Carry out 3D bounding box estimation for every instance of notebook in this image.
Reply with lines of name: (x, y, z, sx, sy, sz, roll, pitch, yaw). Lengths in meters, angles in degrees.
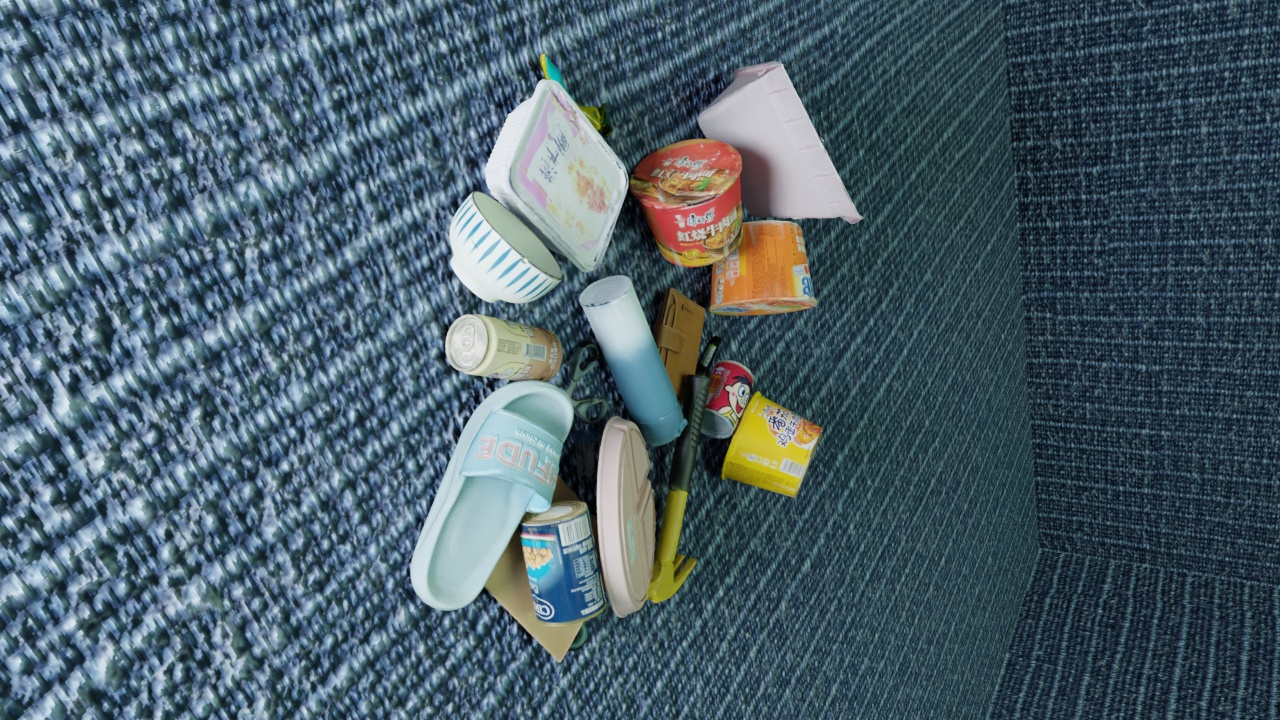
notebook: (-0.107, 0.202, 0.986, 0.211, 0.012, 0.149, 55, 50, -30)

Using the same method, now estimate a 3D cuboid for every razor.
razor: (-0.074, -0.291, 0.998, 0.132, 0.028, 0.043, 32, 44, -56)

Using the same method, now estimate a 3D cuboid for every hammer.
hammer: (0.050, 0.167, 1.200, 0.128, 0.033, 0.300, 9, 92, -58)

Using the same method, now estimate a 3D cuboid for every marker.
marker: (0.087, 0.013, 1.275, 0.123, 0.018, 0.015, -63, 141, -31)

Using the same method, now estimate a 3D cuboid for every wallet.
wallet: (0.042, -0.020, 1.198, 0.119, 0.035, 0.130, 28, 70, -60)

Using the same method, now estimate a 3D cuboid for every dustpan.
dustpan: (0.197, -0.304, 1.223, 0.138, 0.274, 0.222, -41, 114, -23)

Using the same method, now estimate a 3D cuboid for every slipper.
slipper: (-0.137, 0.127, 0.888, 0.104, 0.074, 0.245, 41, 66, -37)

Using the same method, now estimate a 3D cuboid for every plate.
plate: (-0.012, 0.178, 1.057, 0.229, 0.028, 0.229, -2, 89, -80)

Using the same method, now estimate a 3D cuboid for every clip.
clip: (-0.065, 0.108, 1.064, 0.026, 0.041, 0.058, -26, 116, -53)

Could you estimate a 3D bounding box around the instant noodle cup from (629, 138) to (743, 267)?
instant noodle cup: (0.064, -0.191, 1.131, 0.137, 0.138, 0.109, -59, 146, -34)

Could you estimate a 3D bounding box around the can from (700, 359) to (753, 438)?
can: (0.114, 0.053, 1.275, 0.093, 0.067, 0.066, -61, 139, -32)

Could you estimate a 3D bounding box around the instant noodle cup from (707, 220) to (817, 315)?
instant noodle cup: (0.166, -0.127, 1.273, 0.151, 0.152, 0.111, 3, 82, -56)

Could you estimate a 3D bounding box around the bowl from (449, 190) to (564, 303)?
bowl: (-0.137, -0.097, 0.874, 0.066, 0.116, 0.116, -43, 145, 12)

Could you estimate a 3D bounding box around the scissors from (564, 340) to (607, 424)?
scissors: (-0.084, 0.043, 1.022, 0.159, 0.014, 0.175, 50, 50, -49)

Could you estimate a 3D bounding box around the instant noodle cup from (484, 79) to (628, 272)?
instant noodle cup: (-0.092, -0.187, 0.957, 0.173, 0.060, 0.137, 43, 59, -47)

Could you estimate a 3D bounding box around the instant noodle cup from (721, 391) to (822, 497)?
instant noodle cup: (0.192, 0.126, 1.319, 0.138, 0.110, 0.138, 22, 89, -77)

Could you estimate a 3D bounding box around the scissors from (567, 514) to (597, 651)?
scissors: (-0.081, 0.250, 1.036, 0.170, 0.019, 0.181, 13, 76, -50)

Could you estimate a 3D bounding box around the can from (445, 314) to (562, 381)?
can: (-0.133, -0.010, 0.913, 0.116, 0.059, 0.058, 10, 85, -55)

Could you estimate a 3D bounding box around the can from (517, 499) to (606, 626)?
can: (-0.082, 0.207, 0.950, 0.075, 0.075, 0.111, -20, 102, -53)

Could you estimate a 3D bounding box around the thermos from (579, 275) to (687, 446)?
thermos: (-0.006, 0.006, 1.093, 0.070, 0.070, 0.221, -51, 132, -40)
